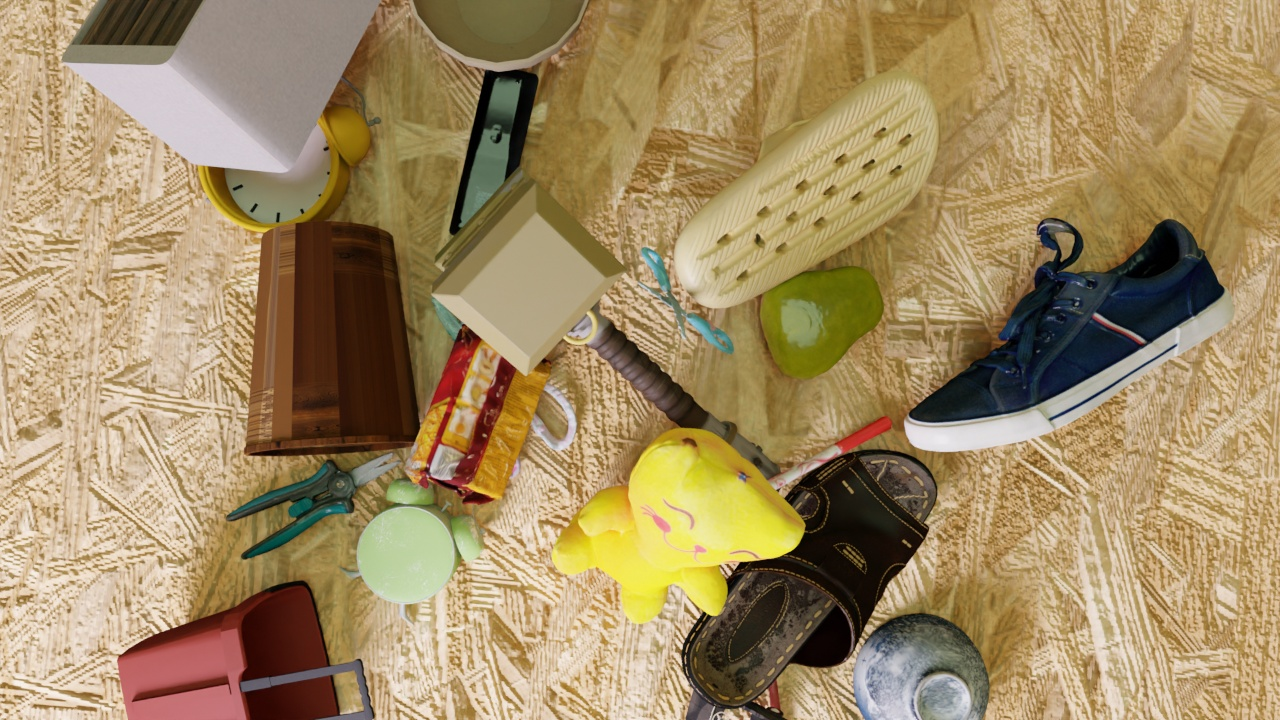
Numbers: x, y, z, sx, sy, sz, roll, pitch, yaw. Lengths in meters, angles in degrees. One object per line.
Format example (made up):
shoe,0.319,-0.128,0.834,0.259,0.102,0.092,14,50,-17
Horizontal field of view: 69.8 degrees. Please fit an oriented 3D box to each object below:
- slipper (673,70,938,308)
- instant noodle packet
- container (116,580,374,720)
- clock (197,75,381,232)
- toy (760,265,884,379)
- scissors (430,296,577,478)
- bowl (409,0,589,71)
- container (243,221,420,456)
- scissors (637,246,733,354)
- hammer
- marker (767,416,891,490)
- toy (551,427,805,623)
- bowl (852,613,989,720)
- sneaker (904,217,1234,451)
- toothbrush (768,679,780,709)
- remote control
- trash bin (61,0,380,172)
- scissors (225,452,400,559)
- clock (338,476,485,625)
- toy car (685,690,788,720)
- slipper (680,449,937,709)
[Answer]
slipper,0.131,-0.137,0.757,0.261,0.079,0.111,-36,113,-10
instant noodle packet,-0.126,0.045,0.720,0.040,0.098,0.135,13,78,35
container,-0.277,0.250,0.705,0.201,0.127,0.148,-14,88,7
clock,-0.291,-0.173,0.755,0.113,0.052,0.152,37,92,-1
toy,0.155,-0.037,0.769,0.110,0.051,0.090,-21,92,-6
scissors,-0.115,0.006,0.777,0.103,0.016,0.179,-20,86,-2
bowl,-0.115,-0.311,0.765,0.152,0.050,0.152,0,88,-2
container,-0.241,-0.014,0.719,0.132,0.132,0.167,-4,83,-3
scissors,0.030,-0.052,0.747,0.015,0.135,0.133,-38,56,13
hammer,-0.004,0.004,0.720,0.325,0.190,0.101,43,94,-19
marker,0.154,0.079,0.760,0.142,0.013,0.013,-24,89,-24
toy,0.029,0.125,0.701,0.134,0.194,0.087,36,45,-10
bowl,0.239,0.274,0.760,0.114,0.061,0.114,0,89,-2
sneaker,0.334,-0.031,0.752,0.294,0.121,0.127,-29,102,-6
toothbrush,0.119,0.307,0.775,0.016,0.016,0.190,-4,88,-7
remote control,-0.124,-0.175,0.775,0.047,0.022,0.150,12,88,-2
trash bin,-0.288,-0.271,0.678,0.115,0.114,0.228,11,70,27
scissors,-0.272,0.121,0.761,0.127,0.019,0.142,20,81,4
clock,-0.183,0.151,0.754,0.094,0.042,0.119,37,87,-2
toy car,0.080,0.296,0.750,0.092,0.037,0.040,15,89,31
slipper,0.143,0.173,0.741,0.267,0.076,0.113,-43,90,-12
